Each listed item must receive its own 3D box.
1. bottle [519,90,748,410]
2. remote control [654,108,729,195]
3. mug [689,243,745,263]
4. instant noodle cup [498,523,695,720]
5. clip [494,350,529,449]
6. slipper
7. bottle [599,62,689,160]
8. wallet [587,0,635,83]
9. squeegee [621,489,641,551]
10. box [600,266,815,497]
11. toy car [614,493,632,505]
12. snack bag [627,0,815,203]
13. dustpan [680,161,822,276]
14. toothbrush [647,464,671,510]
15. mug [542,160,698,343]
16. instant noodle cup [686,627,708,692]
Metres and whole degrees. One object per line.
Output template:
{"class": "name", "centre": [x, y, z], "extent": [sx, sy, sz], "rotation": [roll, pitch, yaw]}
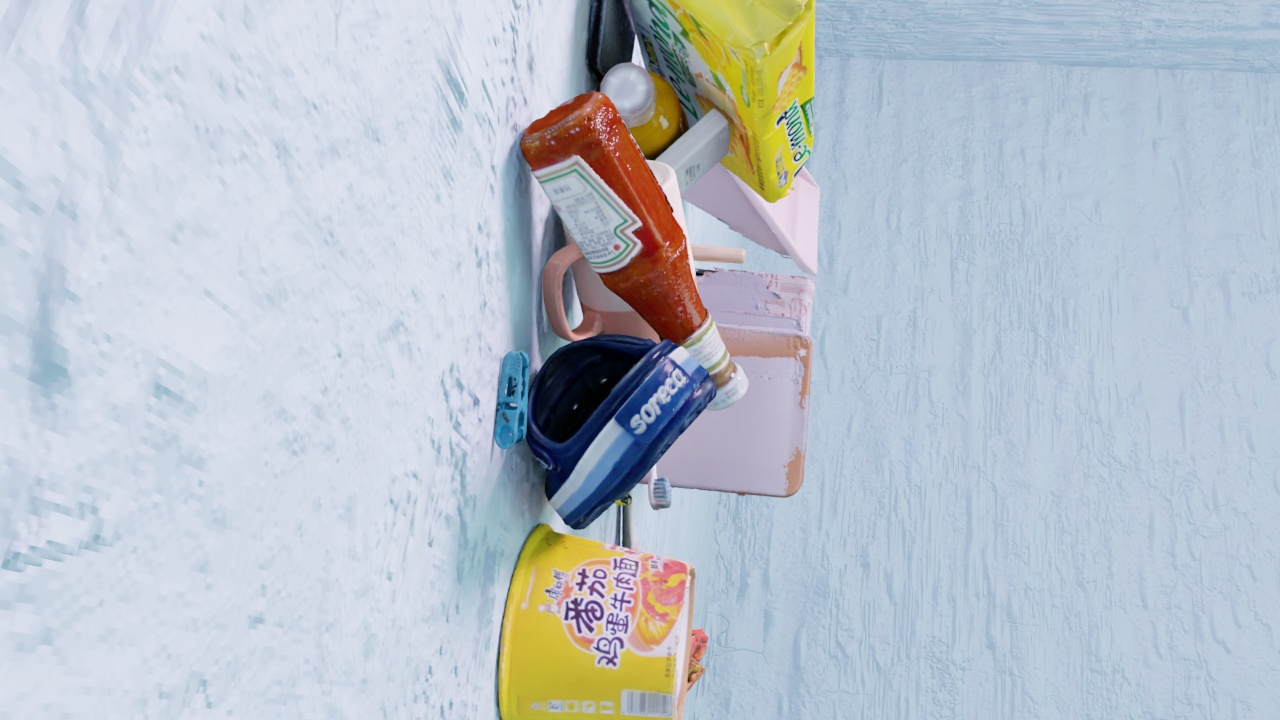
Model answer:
{"class": "bottle", "centre": [0.005, -0.056, 0.540], "extent": [0.206, 0.060, 0.059], "rotation": [57, 27, -26]}
{"class": "remote control", "centre": [0.011, -0.127, 0.678], "extent": [0.135, 0.019, 0.056], "rotation": [-42, 168, -3]}
{"class": "mug", "centre": [0.065, -0.071, 1.050], "extent": [0.084, 0.103, 0.124], "rotation": [-2, 98, -81]}
{"class": "instant noodle cup", "centre": [-0.023, 0.183, 0.612], "extent": [0.138, 0.110, 0.138], "rotation": [5, 89, -82]}
{"class": "clip", "centre": [-0.071, 0.022, 0.515], "extent": [0.049, 0.015, 0.057], "rotation": [-27, 123, -77]}
{"class": "slipper", "centre": [-0.029, 0.036, 0.561], "extent": [0.105, 0.095, 0.253], "rotation": [-44, 180, -15]}
{"class": "bottle", "centre": [0.004, -0.175, 0.708], "extent": [0.189, 0.068, 0.068], "rotation": [30, 66, -81]}
{"class": "wallet", "centre": [-0.019, -0.263, 0.681], "extent": [0.097, 0.019, 0.121], "rotation": [-4, 100, -79]}
{"class": "squeegee", "centre": [-0.023, 0.223, 0.869], "extent": [0.246, 0.039, 0.247], "rotation": [-65, 158, -65]}
{"class": "box", "centre": [0.053, 0.028, 0.777], "extent": [0.157, 0.183, 0.193], "rotation": [67, 31, -72]}
{"class": "toy car", "centre": [-0.023, 0.095, 0.819], "extent": [0.105, 0.032, 0.048], "rotation": [-102, -165, -81]}
{"class": "snack bag", "centre": [0.063, -0.225, 0.675], "extent": [0.068, 0.158, 0.246], "rotation": [-39, 161, -4]}
{"class": "dustpan", "centre": [0.135, -0.256, 1.087], "extent": [0.222, 0.273, 0.139], "rotation": [-79, -165, -50]}
{"class": "toothbrush", "centre": [-0.004, 0.004, 0.701], "extent": [0.026, 0.026, 0.221], "rotation": [4, 73, -53]}
{"class": "mug", "centre": [-0.018, -0.063, 0.607], "extent": [0.114, 0.082, 0.106], "rotation": [-34, 128, -31]}
{"class": "instant noodle cup", "centre": [-0.013, 0.289, 0.729], "extent": [0.188, 0.079, 0.164], "rotation": [-61, 166, -11]}
